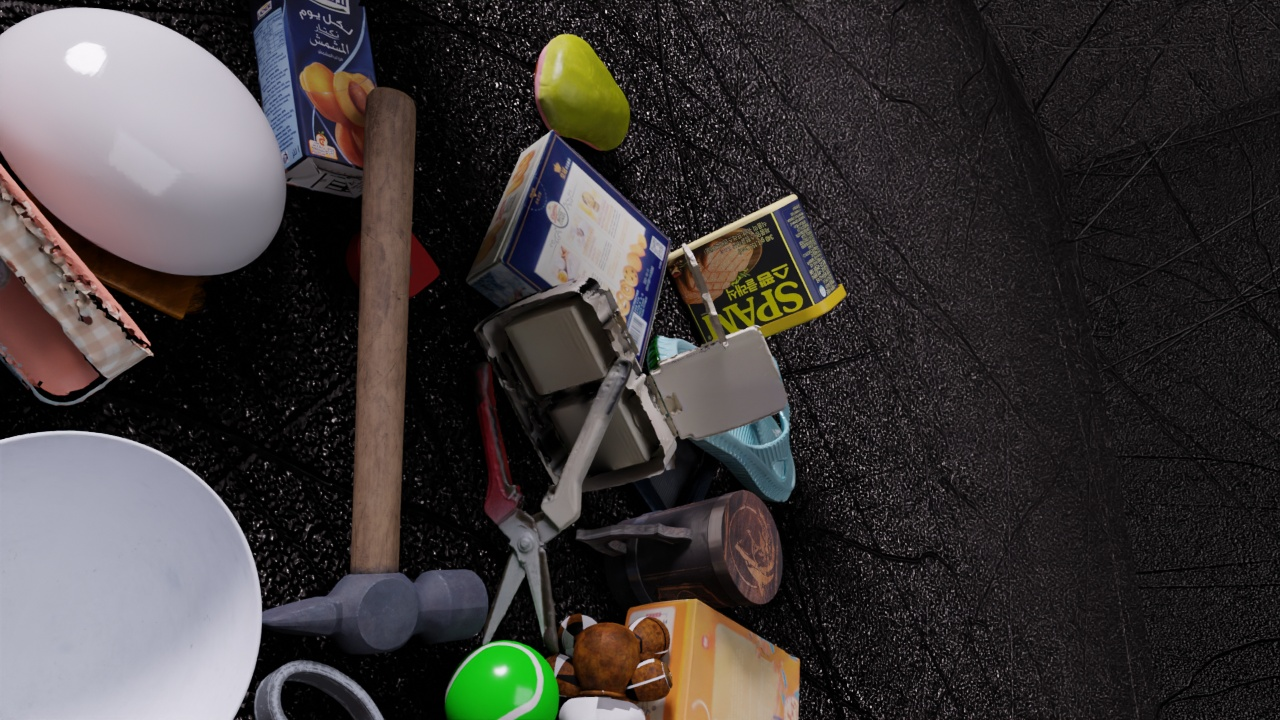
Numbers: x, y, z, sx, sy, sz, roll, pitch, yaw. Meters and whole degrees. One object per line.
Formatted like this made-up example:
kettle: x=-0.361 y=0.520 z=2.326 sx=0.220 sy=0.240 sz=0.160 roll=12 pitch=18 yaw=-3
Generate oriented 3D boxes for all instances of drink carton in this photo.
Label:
drink carton: x=-0.197 y=-0.171 z=0.561 sx=0.064 sy=0.040 sz=0.130 roll=4 pitch=71 yaw=-54

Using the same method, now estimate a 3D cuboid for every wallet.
wallet: x=0.024 y=0.077 z=0.761 sx=0.089 sy=0.026 sz=0.114 roll=58 pitch=34 yaw=-18

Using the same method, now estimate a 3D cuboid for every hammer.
hammer: x=-0.147 y=-0.002 z=0.519 sx=0.129 sy=0.040 sz=0.321 roll=11 pitch=75 yaw=-47

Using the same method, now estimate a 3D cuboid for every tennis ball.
tennis ball: x=-0.080 y=0.196 z=0.529 sx=0.065 sy=0.066 sz=0.065 roll=28 pitch=53 yaw=-45

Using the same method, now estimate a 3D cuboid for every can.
can: x=0.103 y=-0.077 z=0.850 sx=0.075 sy=0.136 sz=0.104 roll=-34 pitch=100 yaw=-54

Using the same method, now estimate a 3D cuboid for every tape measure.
tape measure: x=-0.162 y=-0.064 z=0.579 sx=0.059 sy=0.019 sz=0.051 roll=53 pitch=40 yaw=-13

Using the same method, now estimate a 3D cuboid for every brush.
brush: x=-0.267 y=-0.068 z=0.436 sx=0.126 sy=0.017 sz=0.048 roll=35 pitch=49 yaw=-41

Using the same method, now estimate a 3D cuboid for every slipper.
slipper: x=0.093 y=0.047 z=0.795 sx=0.276 sy=0.070 sz=0.115 roll=37 pitch=36 yaw=-53

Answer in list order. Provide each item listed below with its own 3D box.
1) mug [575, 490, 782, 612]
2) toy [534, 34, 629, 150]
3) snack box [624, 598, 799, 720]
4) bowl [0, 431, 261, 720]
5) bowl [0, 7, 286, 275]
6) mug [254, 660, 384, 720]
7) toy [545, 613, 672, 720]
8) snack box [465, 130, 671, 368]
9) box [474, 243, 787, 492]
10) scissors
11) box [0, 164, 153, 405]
mug: x=0.027 y=0.137 z=0.666 sx=0.115 sy=0.107 sz=0.079 roll=36 pitch=48 yaw=-40
toy: x=-0.047 y=-0.220 z=0.781 sx=0.110 sy=0.051 sz=0.090 roll=33 pitch=52 yaw=-45
snack box: x=0.040 y=0.286 z=0.638 sx=0.145 sy=0.081 sz=0.194 roll=39 pitch=46 yaw=-38
bowl: x=-0.232 y=0.105 z=0.353 sx=0.144 sy=0.074 sz=0.143 roll=28 pitch=53 yaw=-45
bowl: x=-0.235 y=-0.118 z=0.458 sx=0.149 sy=0.043 sz=0.149 roll=40 pitch=34 yaw=-35
mug: x=-0.144 y=0.209 z=0.435 sx=0.111 sy=0.082 sz=0.117 roll=41 pitch=27 yaw=-31
toy: x=-0.023 y=0.221 z=0.586 sx=0.067 sy=0.087 sz=0.112 roll=53 pitch=37 yaw=-73
snack box: x=-0.047 y=-0.078 z=0.707 sx=0.145 sy=0.043 sz=0.144 roll=39 pitch=47 yaw=-29
box: x=-0.003 y=0.003 z=0.626 sx=0.143 sy=0.181 sz=0.080 roll=65 pitch=30 yaw=-17
scissors: x=-0.063 y=0.073 z=0.580 sx=0.198 sy=0.179 sz=0.015 roll=55 pitch=11 yaw=26
box: x=-0.281 y=-0.063 z=0.376 sx=0.187 sy=0.067 sz=0.057 roll=57 pitch=-1 yaw=-17
